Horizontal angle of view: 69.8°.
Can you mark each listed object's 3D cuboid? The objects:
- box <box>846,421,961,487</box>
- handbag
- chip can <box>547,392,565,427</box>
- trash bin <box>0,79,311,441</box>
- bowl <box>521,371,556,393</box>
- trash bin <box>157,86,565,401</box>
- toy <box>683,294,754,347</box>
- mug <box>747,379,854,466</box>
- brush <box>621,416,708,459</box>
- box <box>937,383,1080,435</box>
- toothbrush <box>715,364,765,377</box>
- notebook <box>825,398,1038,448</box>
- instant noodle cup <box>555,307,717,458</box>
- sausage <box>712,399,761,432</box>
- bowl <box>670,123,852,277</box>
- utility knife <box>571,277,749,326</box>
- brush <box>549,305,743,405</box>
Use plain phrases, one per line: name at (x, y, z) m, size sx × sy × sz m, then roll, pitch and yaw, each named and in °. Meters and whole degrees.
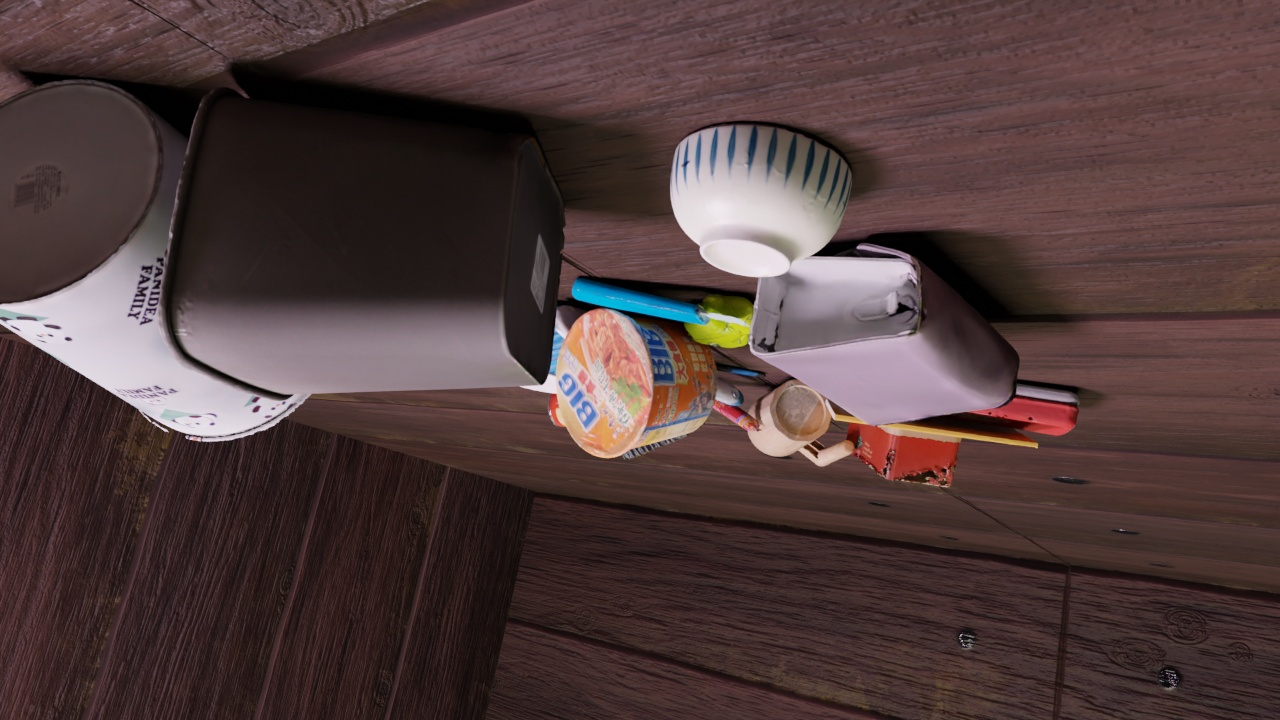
box at (0.306, 0.105, 1.085) m, size 0.091 × 0.077 × 0.168 m, roll 8°, pitch -174°, yaw -4°
handbag at (0.201, -0.017, 0.736) m, size 0.145 × 0.098 × 0.197 m, roll 1°, pitch 162°, yaw 43°
chip can at (-0.034, 0.071, 1.350) m, size 0.217 × 0.073 × 0.073 m, roll 3°, pitch 164°, yaw 35°
trash bin at (-0.400, -0.077, 0.752) m, size 0.230 × 0.229 × 0.252 m, roll 9°, pitch 161°, yaw 11°
bowl at (-0.122, -0.004, 1.125) m, size 0.118 × 0.064 × 0.118 m, roll 11°, pitch 167°, yaw 2°
trash bin at (-0.178, -0.071, 0.658) m, size 0.220 × 0.198 × 0.199 m, roll 3°, pitch 167°, yaw 6°
toy at (0.081, -0.038, 0.892) m, size 0.100 × 0.031 × 0.096 m, roll -5°, pitch 152°, yaw 43°
mug at (0.201, 0.085, 1.148) m, size 0.124 × 0.084 × 0.104 m, roll 38°, pitch 165°, yaw 3°
brush at (0.010, 0.068, 1.092) m, size 0.144 × 0.055 × 0.073 m, roll -25°, pitch 123°, yaw 36°
box at (0.358, 0.040, 0.985) m, size 0.201 × 0.047 × 0.087 m, roll 8°, pitch 169°, yaw 16°
toothbrush at (0.059, 0.006, 1.123) m, size 0.189 × 0.016 × 0.014 m, roll 10°, pitch 163°, yaw 3°
notebook at (0.312, 0.068, 1.012) m, size 0.206 × 0.010 × 0.145 m, roll 8°, pitch -175°, yaw 8°
instant noodle cup at (0.001, 0.021, 0.950) m, size 0.111 × 0.151 × 0.152 m, roll -2°, pitch 179°, yaw -43°
sausage at (0.104, 0.056, 1.178) m, size 0.020 × 0.020 × 0.156 m, roll 22°, pitch -173°, yaw -39°
bowl at (0.073, -0.094, 0.590) m, size 0.116 × 0.066 × 0.116 m, roll 11°, pitch 166°, yaw 2°
utility knife at (0.015, -0.052, 0.870) m, size 0.186 × 0.018 × 0.034 m, roll 14°, pitch 165°, yaw 24°
brush at (-0.006, 0.006, 1.074) m, size 0.110 × 0.060 × 0.314 m, roll -14°, pitch 151°, yaw 36°
